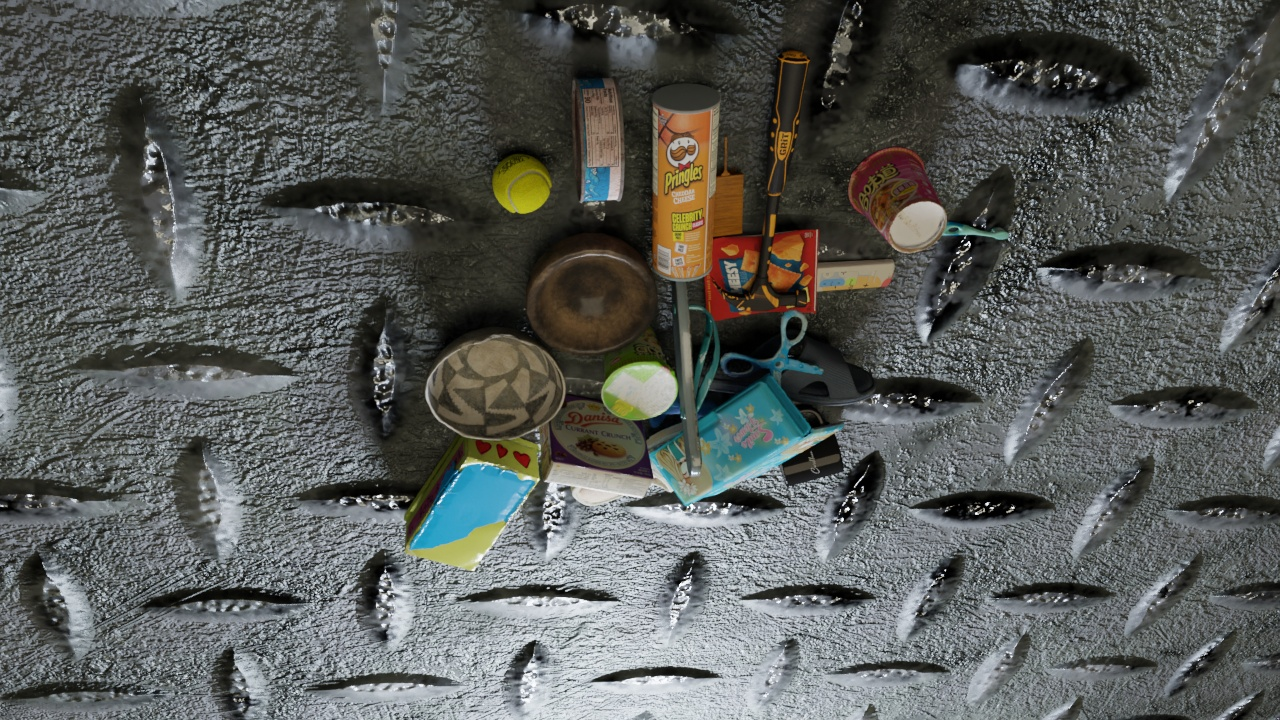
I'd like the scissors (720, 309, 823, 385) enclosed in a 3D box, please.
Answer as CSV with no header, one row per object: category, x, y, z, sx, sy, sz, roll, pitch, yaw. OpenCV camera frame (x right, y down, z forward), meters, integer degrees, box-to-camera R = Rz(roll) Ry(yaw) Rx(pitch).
scissors,0.169,-0.004,1.184,0.140,0.011,0.134,0,117,3

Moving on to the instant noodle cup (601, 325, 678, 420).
instant noodle cup,-0.007,0.007,1.201,0.099,0.107,0.099,-5,130,-6

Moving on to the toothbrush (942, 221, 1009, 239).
toothbrush,0.413,-0.169,1.189,0.135,0.017,0.022,3,129,-9

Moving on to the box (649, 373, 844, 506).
box,0.141,0.125,1.233,0.169,0.085,0.228,31,132,-25

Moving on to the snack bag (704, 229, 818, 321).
snack bag,0.154,-0.108,1.177,0.144,0.039,0.131,-5,129,2

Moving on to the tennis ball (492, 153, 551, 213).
tennis ball,-0.134,-0.199,1.036,0.065,0.065,0.065,-5,130,-6

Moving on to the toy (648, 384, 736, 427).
toy,0.070,0.059,1.282,0.176,0.070,0.113,4,153,9

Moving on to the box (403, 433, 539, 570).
box,-0.248,0.200,1.343,0.124,0.082,0.221,20,121,-25

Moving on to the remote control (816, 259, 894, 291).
remote control,0.275,-0.113,1.209,0.125,0.018,0.038,-4,130,-9

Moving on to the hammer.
hammer,0.155,-0.200,1.080,0.123,0.036,0.321,2,123,-2

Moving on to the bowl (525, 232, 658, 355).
bowl,-0.062,-0.089,1.137,0.162,0.070,0.162,-5,130,-6

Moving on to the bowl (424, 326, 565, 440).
bowl,-0.188,0.017,1.196,0.178,0.081,0.179,-5,130,-6

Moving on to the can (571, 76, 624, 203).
can,-0.046,-0.235,0.979,0.044,0.129,0.130,-4,130,-7

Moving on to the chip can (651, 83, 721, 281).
chip can,0.050,-0.201,1.058,0.075,0.075,0.215,-5,129,-6

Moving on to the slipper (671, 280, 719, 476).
slipper,0.072,0.013,1.176,0.054,0.098,0.269,-4,95,-5

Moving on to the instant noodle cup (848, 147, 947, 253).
instant noodle cup,0.312,-0.186,1.095,0.097,0.108,0.098,-5,130,-6

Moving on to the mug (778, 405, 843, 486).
mug,0.246,0.124,1.371,0.088,0.078,0.113,-16,104,3

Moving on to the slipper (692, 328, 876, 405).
slipper,0.193,-0.003,1.243,0.263,0.101,0.083,4,121,-6

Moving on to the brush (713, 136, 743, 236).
brush,0.101,-0.208,1.100,0.048,0.017,0.127,-7,130,-4

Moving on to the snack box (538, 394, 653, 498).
snack box,-0.064,0.113,1.254,0.143,0.147,0.041,12,125,-19

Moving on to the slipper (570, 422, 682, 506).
slipper,0.020,0.159,1.362,0.273,0.054,0.114,-26,144,18
